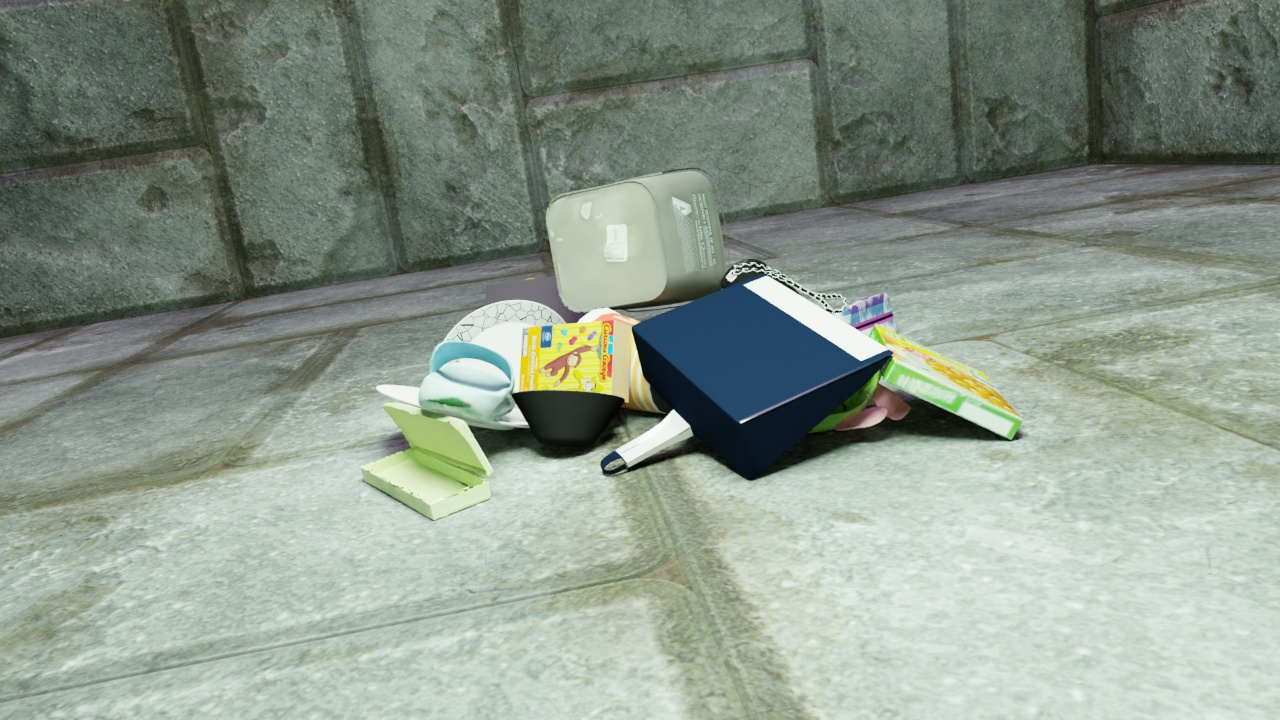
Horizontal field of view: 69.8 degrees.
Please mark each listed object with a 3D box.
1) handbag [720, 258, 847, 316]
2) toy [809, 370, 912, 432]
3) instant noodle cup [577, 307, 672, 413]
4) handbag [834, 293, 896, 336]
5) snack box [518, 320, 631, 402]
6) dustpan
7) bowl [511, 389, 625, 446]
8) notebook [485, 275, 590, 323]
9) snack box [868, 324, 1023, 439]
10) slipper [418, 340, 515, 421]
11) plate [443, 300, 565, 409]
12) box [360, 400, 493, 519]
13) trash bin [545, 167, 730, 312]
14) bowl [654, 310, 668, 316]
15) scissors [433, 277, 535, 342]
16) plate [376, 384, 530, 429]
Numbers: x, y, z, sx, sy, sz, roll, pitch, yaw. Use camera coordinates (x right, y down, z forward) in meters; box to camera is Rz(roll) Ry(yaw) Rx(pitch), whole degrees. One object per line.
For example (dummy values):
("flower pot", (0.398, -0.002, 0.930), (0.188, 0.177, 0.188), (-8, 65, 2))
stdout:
("handbag", (0.185, -0.083, 1.227), (0.125, 0.115, 0.153), (32, 21, -23))
("toy", (0.173, 0.024, 0.981), (0.189, 0.088, 0.238), (-36, 36, -29))
("instant noodle cup", (-0.007, 0.006, 1.113), (0.121, 0.123, 0.123), (13, 24, 38))
("handbag", (0.268, -0.051, 1.309), (0.144, 0.068, 0.170), (-19, 10, -34))
("snack box", (-0.077, 0.005, 1.064), (0.126, 0.088, 0.040), (-3, -11, 29))
("dustpan", (0.076, 0.029, 0.936), (0.272, 0.080, 0.236), (-23, 32, -16))
("bowl", (-0.080, 0.066, 0.998), (0.124, 0.052, 0.124), (2, -9, 0))
("notebook", (-0.142, -0.031, 1.270), (0.149, 0.016, 0.206), (-8, 56, 4))
("snack box", (0.300, 0.017, 0.926), (0.132, 0.027, 0.167), (24, 16, 1))
("slipper", (-0.186, 0.019, 1.008), (0.104, 0.074, 0.245), (14, 2, -5))
("plate", (-0.182, -0.001, 1.236), (0.189, 0.016, 0.188), (-5, 56, 7))
("box", (-0.231, 0.108, 0.946), (0.083, 0.091, 0.188), (-43, 26, -26))
("trash bin", (-0.006, -0.158, 1.243), (0.198, 0.197, 0.219), (-8, 6, 22))
("bowl", (0.078, -0.030, 1.287), (0.118, 0.074, 0.118), (-8, 13, 2))
("scissors", (-0.200, -0.047, 1.403), (0.225, 0.226, 0.016), (1, 45, -16))
("plate", (-0.207, 0.060, 1.083), (0.208, 0.015, 0.208), (13, 1, 0))
